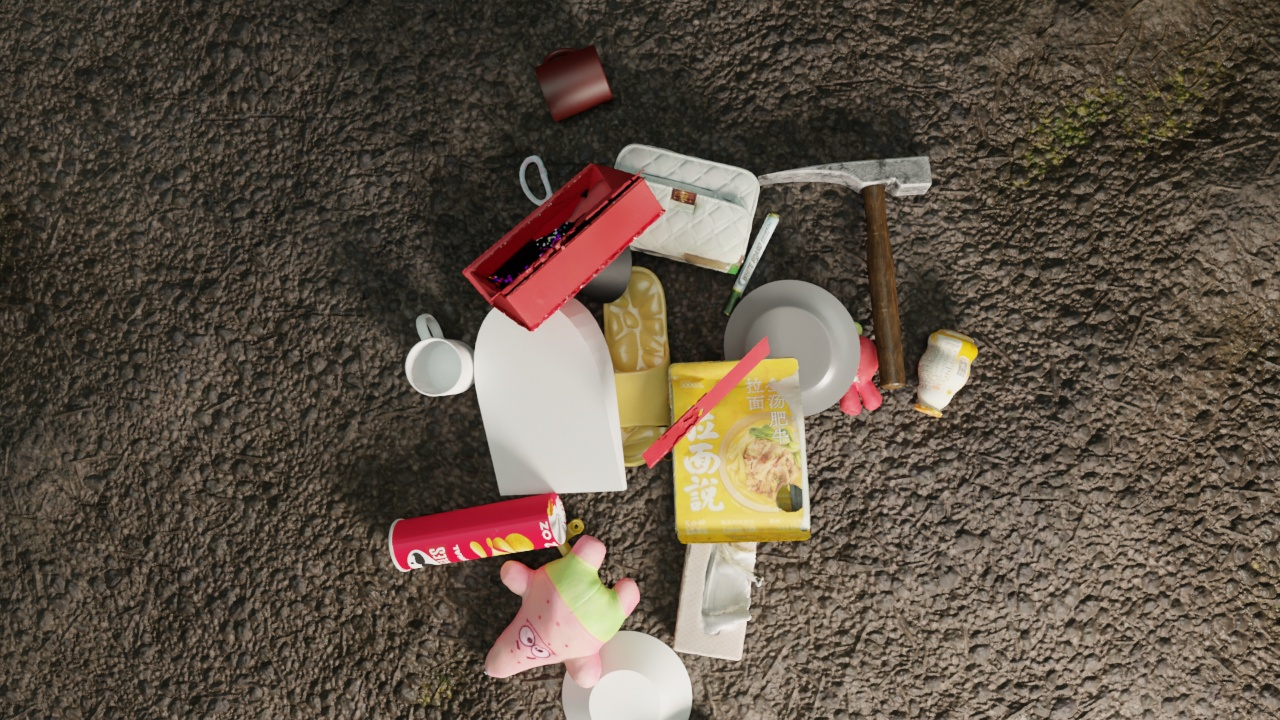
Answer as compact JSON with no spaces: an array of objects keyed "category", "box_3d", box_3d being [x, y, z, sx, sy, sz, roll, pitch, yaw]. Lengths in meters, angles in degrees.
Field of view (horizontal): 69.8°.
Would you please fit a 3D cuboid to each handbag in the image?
[{"category":"handbag","box_3d":[0.050,-0.198,1.181,0.195,0.072,0.139,12,98,0]}]

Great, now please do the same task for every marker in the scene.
[{"category":"marker","box_3d":[0.142,-0.125,1.192,0.017,0.017,0.147,25,107,3]}]

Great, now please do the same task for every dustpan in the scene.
[{"category":"dustpan","box_3d":[-0.118,0.040,1.186,0.192,0.053,0.258,-7,100,29]}]

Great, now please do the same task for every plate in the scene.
[{"category":"plate","box_3d":[-0.019,0.448,1.209,0.174,0.036,0.174,0,90,3]},{"category":"plate","box_3d":[0.190,-0.013,1.174,0.179,0.012,0.178,5,103,24]}]

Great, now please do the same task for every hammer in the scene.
[{"category":"hammer","box_3d":[0.268,-0.110,1.169,0.218,0.037,0.300,-4,80,3]}]

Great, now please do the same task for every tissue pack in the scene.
[{"category":"tissue pack","box_3d":[0.103,0.293,1.190,0.104,0.071,0.181,9,87,4]}]

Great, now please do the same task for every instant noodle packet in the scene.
[{"category":"instant noodle packet","box_3d":[0.119,0.109,1.129,0.163,0.084,0.221,-3,93,1]}]

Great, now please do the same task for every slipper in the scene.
[{"category":"slipper","box_3d":[-0.007,0.007,1.189,0.099,0.078,0.263,-1,87,3]}]

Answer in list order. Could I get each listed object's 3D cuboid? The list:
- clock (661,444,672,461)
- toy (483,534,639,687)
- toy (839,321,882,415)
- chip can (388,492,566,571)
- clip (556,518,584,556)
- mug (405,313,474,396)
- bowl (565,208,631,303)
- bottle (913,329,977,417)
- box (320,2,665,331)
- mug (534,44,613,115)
[{"category":"clock","box_3d":[0.100,0.108,1.191,0.148,0.056,0.104,-12,97,6]},{"category":"toy","box_3d":[-0.116,0.338,1.190,0.237,0.096,0.192,-41,85,13]},{"category":"toy","box_3d":[0.266,0.006,1.187,0.091,0.045,0.135,-25,84,-4]},{"category":"chip can","box_3d":[-0.210,0.222,1.188,0.221,0.069,0.069,-12,89,12]},{"category":"clip","box_3d":[-0.101,0.231,1.223,0.048,0.046,0.054,-35,87,36]},{"category":"mug","box_3d":[-0.264,-0.009,1.197,0.074,0.090,0.110,-21,89,3]},{"category":"bowl","box_3d":[-0.072,-0.129,1.161,0.052,0.124,0.124,-17,88,-40]},{"category":"bottle","box_3d":[0.385,0.017,1.171,0.063,0.063,0.108,21,91,3]},{"category":"box","box_3d":[-0.167,-0.222,1.057,0.212,0.148,0.374,-42,87,-9]},{"category":"mug","box_3d":[-0.091,-0.374,1.204,0.082,0.073,0.105,-20,59,3]}]
